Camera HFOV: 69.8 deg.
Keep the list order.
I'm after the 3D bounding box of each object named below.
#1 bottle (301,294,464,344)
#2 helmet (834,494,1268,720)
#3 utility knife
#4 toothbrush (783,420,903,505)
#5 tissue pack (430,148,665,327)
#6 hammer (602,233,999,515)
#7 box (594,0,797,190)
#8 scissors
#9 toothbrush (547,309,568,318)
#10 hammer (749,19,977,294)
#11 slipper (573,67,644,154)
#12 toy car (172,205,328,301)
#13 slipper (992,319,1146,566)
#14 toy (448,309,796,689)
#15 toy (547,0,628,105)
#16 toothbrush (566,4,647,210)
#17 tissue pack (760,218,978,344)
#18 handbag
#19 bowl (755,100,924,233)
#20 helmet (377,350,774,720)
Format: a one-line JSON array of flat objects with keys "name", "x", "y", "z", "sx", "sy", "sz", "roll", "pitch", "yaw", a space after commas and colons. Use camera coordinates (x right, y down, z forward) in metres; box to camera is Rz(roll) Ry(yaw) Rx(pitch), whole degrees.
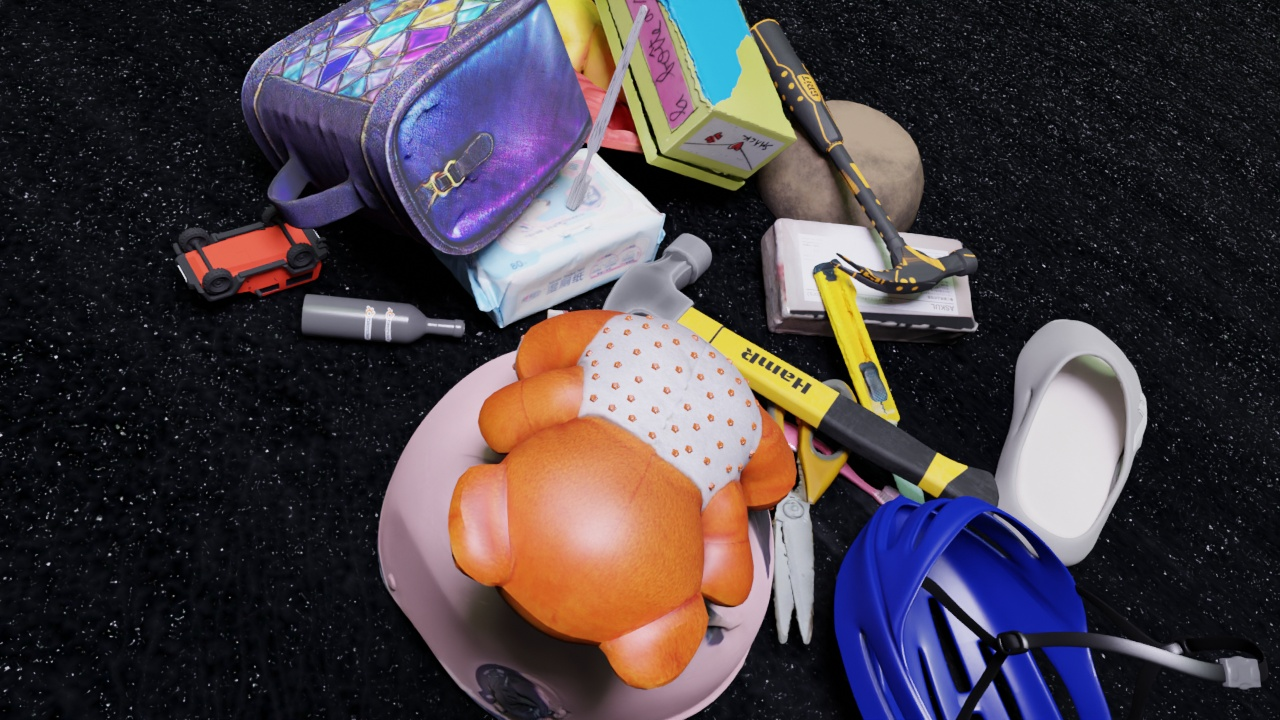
[{"name": "bottle", "x": -0.186, "y": -0.028, "z": 0.670, "sx": 0.113, "sy": 0.030, "sz": 0.030, "roll": 5, "pitch": 52, "yaw": -13}, {"name": "helmet", "x": 0.217, "y": 0.156, "z": 0.520, "sx": 0.147, "sy": 0.228, "sz": 0.241, "roll": 8, "pitch": 52, "yaw": -23}, {"name": "utility knife", "x": 0.183, "y": 0.018, "z": 0.723, "sx": 0.030, "sy": 0.019, "sz": 0.218, "roll": -14, "pitch": 77, "yaw": -8}, {"name": "toothbrush", "x": 0.141, "y": 0.075, "z": 0.697, "sx": 0.135, "sy": 0.016, "sz": 0.021, "roll": 31, "pitch": 53, "yaw": 8}, {"name": "tissue pack", "x": -0.079, "y": -0.103, "z": 0.735, "sx": 0.181, "sy": 0.070, "sz": 0.112, "roll": -25, "pitch": 62, "yaw": -30}, {"name": "hammer", "x": 0.111, "y": 0.025, "z": 0.680, "sx": 0.324, "sy": 0.034, "sz": 0.169, "roll": 31, "pitch": 51, "yaw": 16}, {"name": "box", "x": 0.040, "y": -0.270, "z": 0.801, "sx": 0.124, "sy": 0.082, "sz": 0.220, "roll": 2, "pitch": 62, "yaw": -46}, {"name": "scissors", "x": 0.097, "y": 0.092, "z": 0.654, "sx": 0.134, "sy": 0.016, "sz": 0.227, "roll": 16, "pitch": 51, "yaw": 3}, {"name": "toothbrush", "x": -0.056, "y": -0.024, "z": 0.635, "sx": 0.015, "sy": 0.184, "sz": 0.015, "roll": 6, "pitch": 95, "yaw": -7}, {"name": "hammer", "x": 0.167, "y": -0.186, "z": 0.805, "sx": 0.123, "sy": 0.036, "sz": 0.320, "roll": -11, "pitch": 59, "yaw": -23}, {"name": "slipper", "x": -0.084, "y": -0.239, "z": 0.813, "sx": 0.249, "sy": 0.059, "sz": 0.103, "roll": 22, "pitch": 15, "yaw": 10}, {"name": "toy car", "x": -0.279, "y": -0.072, "z": 0.664, "sx": 0.100, "sy": 0.049, "sz": 0.051, "roll": -24, "pitch": 64, "yaw": -30}, {"name": "slipper", "x": 0.360, "y": 0.044, "z": 0.745, "sx": 0.113, "sy": 0.081, "sz": 0.265, "roll": 30, "pitch": 51, "yaw": 11}, {"name": "toy", "x": -0.009, "y": 0.060, "z": 0.439, "sx": 0.164, "sy": 0.093, "sz": 0.172, "roll": 34, "pitch": 48, "yaw": -4}, {"name": "toy", "x": -0.034, "y": -0.305, "z": 0.895, "sx": 0.194, "sy": 0.088, "sz": 0.134, "roll": 34, "pitch": 48, "yaw": 11}, {"name": "toothbrush", "x": -0.023, "y": -0.171, "z": 0.638, "sx": 0.010, "sy": 0.182, "sz": 0.010, "roll": 36, "pitch": 51, "yaw": 6}, {"name": "tissue pack", "x": 0.193, "y": -0.067, "z": 0.800, "sx": 0.181, "sy": 0.071, "sz": 0.103, "roll": 2, "pitch": 68, "yaw": -12}, {"name": "handbag", "x": -0.170, "y": -0.172, "z": 0.662, "sx": 0.205, "sy": 0.125, "sz": 0.221, "roll": 25, "pitch": 61, "yaw": 39}, {"name": "bowl", "x": 0.197, "y": -0.184, "z": 0.878, "sx": 0.162, "sy": 0.070, "sz": 0.162, "roll": 8, "pitch": 51, "yaw": -11}, {"name": "helmet", "x": -0.022, "y": 0.092, "z": 0.557, "sx": 0.255, "sy": 0.153, "sz": 0.229, "roll": 41, "pitch": 49, "yaw": 8}]
